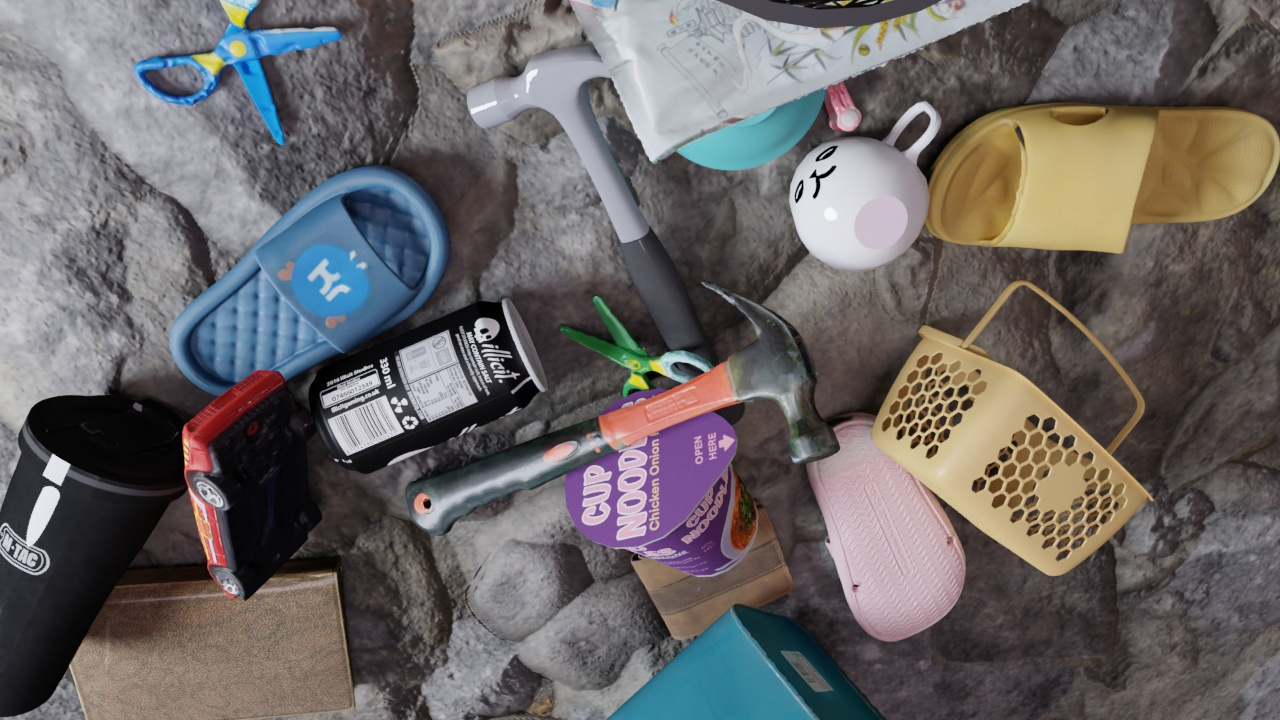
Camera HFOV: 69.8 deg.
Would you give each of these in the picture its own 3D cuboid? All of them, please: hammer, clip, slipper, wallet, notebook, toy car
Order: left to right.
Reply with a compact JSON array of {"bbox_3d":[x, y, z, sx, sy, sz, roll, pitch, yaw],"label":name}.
[{"bbox_3d":[-0.344,0.210,0.727,0.215,0.034,0.190,-2,116,-8],"label":"notebook"},{"bbox_3d":[-0.267,0.091,0.631,0.056,0.081,0.190,27,135,14],"label":"toy car"},{"bbox_3d":[-0.216,-0.040,0.606,0.214,0.059,0.104,-34,120,10],"label":"slipper"},{"bbox_3d":[-0.036,0.055,0.639,0.334,0.133,0.033,-24,163,24],"label":"hammer"},{"bbox_3d":[0.008,-0.069,0.631,0.125,0.029,0.311,-13,126,23],"label":"hammer"},{"bbox_3d":[0.065,0.181,0.788,0.121,0.027,0.099,-24,117,2],"label":"wallet"},{"bbox_3d":[0.130,-0.175,0.608,0.023,0.050,0.058,-26,132,0],"label":"clip"},{"bbox_3d":[0.205,0.140,0.773,0.107,0.055,0.222,-24,108,2],"label":"slipper"},{"bbox_3d":[0.333,-0.128,0.643,0.263,0.078,0.100,-5,116,-7],"label":"slipper"}]

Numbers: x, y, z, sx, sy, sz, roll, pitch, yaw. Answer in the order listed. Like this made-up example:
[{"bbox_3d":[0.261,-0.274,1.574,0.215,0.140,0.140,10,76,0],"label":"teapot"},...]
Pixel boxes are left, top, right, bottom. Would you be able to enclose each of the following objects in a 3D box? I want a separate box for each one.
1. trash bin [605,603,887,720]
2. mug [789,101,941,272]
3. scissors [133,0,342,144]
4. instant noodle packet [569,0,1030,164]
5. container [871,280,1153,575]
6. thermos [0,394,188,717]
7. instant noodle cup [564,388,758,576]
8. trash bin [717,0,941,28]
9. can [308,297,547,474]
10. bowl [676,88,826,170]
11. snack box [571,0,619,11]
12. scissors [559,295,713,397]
[{"bbox_3d":[0.079,0.342,0.773,0.219,0.199,0.196,-50,140,8],"label":"trash bin"},{"bbox_3d":[0.158,-0.118,0.617,0.090,0.076,0.124,29,109,-22],"label":"mug"},{"bbox_3d":[-0.242,-0.191,0.550,0.125,0.013,0.130,-8,121,-4],"label":"scissors"},{"bbox_3d":[0.104,-0.216,0.524,0.269,0.146,0.057,-22,147,-3],"label":"instant noodle packet"},{"bbox_3d":[0.295,0.049,0.696,0.183,0.129,0.167,37,92,-24],"label":"container"},{"bbox_3d":[-0.394,0.133,0.622,0.105,0.106,0.219,27,101,-21],"label":"thermos"},{"bbox_3d":[0.034,0.101,0.685,0.137,0.121,0.122,-18,142,24],"label":"instant noodle cup"},{"bbox_3d":[0.058,-0.283,0.419,0.217,0.243,0.217,-4,118,-8],"label":"trash bin"},{"bbox_3d":[-0.145,0.017,0.632,0.146,0.080,0.080,-23,119,1],"label":"can"},{"bbox_3d":[0.061,-0.177,0.575,0.121,0.046,0.121,0,112,0],"label":"bowl"},{"bbox_3d":[-0.084,-0.228,0.481,0.145,0.142,0.040,10,115,-14],"label":"snack box"},{"bbox_3d":[0.003,-0.002,0.665,0.117,0.012,0.130,-8,130,32],"label":"scissors"}]
